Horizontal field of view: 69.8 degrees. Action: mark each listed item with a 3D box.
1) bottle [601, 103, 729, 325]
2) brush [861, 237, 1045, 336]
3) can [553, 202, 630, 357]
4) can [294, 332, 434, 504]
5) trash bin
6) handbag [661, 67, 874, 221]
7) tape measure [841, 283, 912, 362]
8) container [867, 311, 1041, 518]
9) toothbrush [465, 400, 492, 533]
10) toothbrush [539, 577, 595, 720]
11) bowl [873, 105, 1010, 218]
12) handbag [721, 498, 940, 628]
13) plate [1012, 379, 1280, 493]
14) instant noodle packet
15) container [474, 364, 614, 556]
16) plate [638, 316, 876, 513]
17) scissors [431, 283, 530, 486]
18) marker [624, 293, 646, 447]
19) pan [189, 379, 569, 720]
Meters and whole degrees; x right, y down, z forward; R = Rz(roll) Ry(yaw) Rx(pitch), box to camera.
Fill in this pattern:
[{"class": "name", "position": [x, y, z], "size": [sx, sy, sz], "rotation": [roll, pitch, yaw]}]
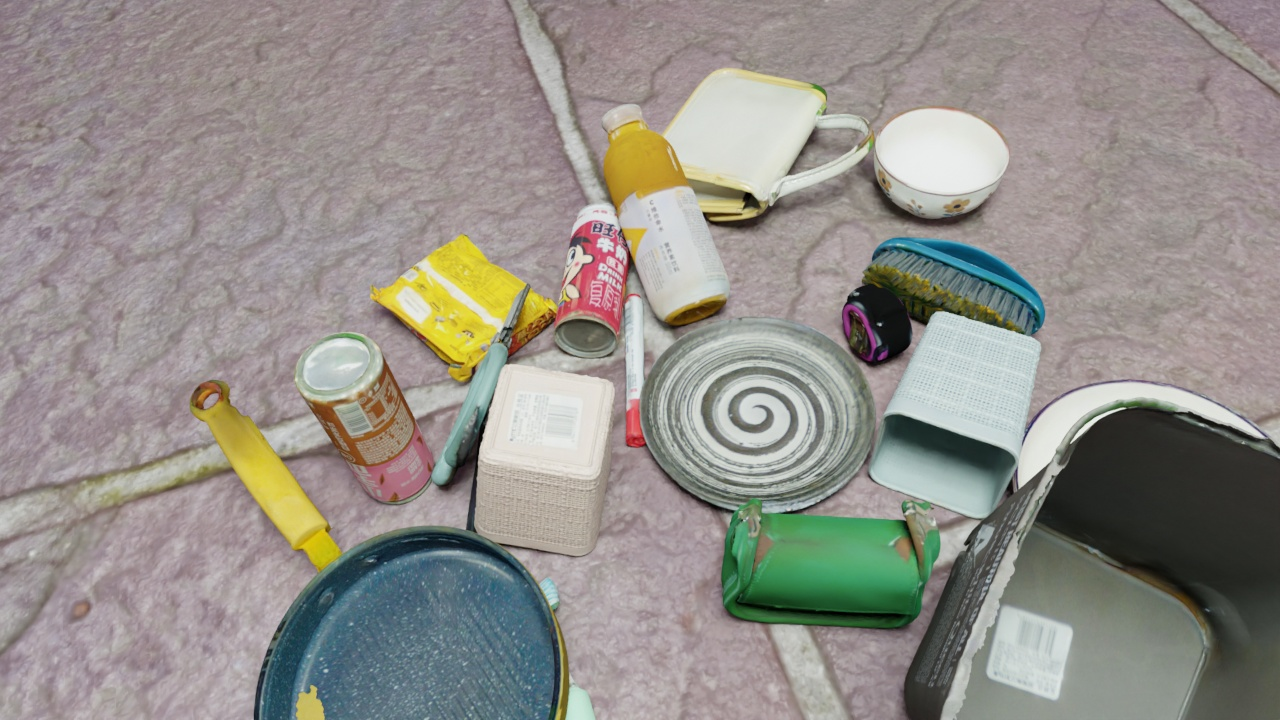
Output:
[{"class": "bottle", "position": [0.015, -0.125, 0.767], "size": [0.068, 0.068, 0.189], "rotation": [-18, 77, -8]}, {"class": "brush", "position": [0.257, -0.062, 0.743], "size": [0.144, 0.055, 0.073], "rotation": [28, 62, 24]}, {"class": "can", "position": [-0.038, -0.070, 0.777], "size": [0.053, 0.053, 0.132], "rotation": [2, 54, 6]}, {"class": "can", "position": [-0.190, 0.044, 0.647], "size": [0.058, 0.147, 0.057], "rotation": [-2, 54, 3]}, {"class": "trash bin", "position": [0.240, 0.154, 0.452], "size": [0.199, 0.220, 0.198], "rotation": [27, 79, 11]}, {"class": "handbag", "position": [0.116, -0.191, 0.840], "size": [0.179, 0.063, 0.163], "rotation": [16, 56, 25]}, {"class": "tape measure", "position": [0.184, -0.027, 0.722], "size": [0.039, 0.058, 0.057], "rotation": [-23, 36, -10]}, {"class": "container", "position": [0.227, 0.034, 0.656], "size": [0.090, 0.090, 0.111], "rotation": [19, 54, 18]}, {"class": "toothbrush", "position": [-0.120, 0.103, 0.680], "size": [0.018, 0.016, 0.180], "rotation": [4, 53, -3]}, {"class": "toothbrush", "position": [-0.036, 0.238, 0.566], "size": [0.027, 0.026, 0.224], "rotation": [-39, 51, 21]}, {"class": "bowl", "position": [0.263, -0.167, 0.816], "size": [0.113, 0.062, 0.113], "rotation": [-3, 54, 4]}, {"class": "handbag", "position": [0.118, 0.122, 0.580], "size": [0.131, 0.120, 0.067], "rotation": [3, 60, 5]}, {"class": "plate", "position": [0.350, 0.101, 0.624], "size": [0.192, 0.039, 0.192], "rotation": [-3, 54, 3]}, {"class": "instant noodle packet", "position": [-0.151, -0.047, 0.776], "size": [0.128, 0.044, 0.110], "rotation": [38, 58, 24]}, {"class": "container", "position": [-0.065, 0.067, 0.633], "size": [0.090, 0.111, 0.090], "rotation": [10, 54, 0]}, {"class": "plate", "position": [0.089, 0.041, 0.703], "size": [0.179, 0.024, 0.179], "rotation": [-3, 52, 3]}, {"class": "scissors", "position": [-0.109, 0.007, 0.674], "size": [0.019, 0.143, 0.179], "rotation": [26, 72, -11]}, {"class": "marker", "position": [-0.004, 0.004, 0.741], "size": [0.017, 0.017, 0.145], "rotation": [-3, 53, 3]}, {"class": "pan", "position": [-0.192, 0.145, 0.592], "size": [0.197, 0.078, 0.357], "rotation": [-39, 62, -10]}]
